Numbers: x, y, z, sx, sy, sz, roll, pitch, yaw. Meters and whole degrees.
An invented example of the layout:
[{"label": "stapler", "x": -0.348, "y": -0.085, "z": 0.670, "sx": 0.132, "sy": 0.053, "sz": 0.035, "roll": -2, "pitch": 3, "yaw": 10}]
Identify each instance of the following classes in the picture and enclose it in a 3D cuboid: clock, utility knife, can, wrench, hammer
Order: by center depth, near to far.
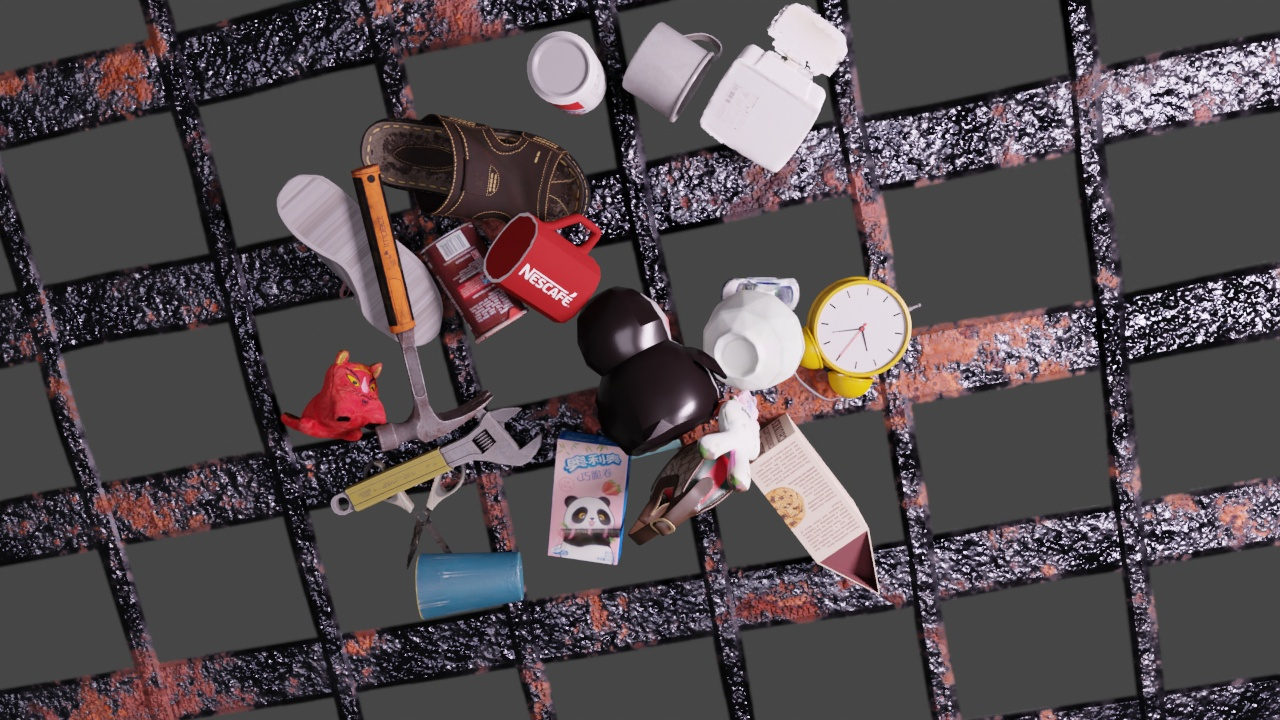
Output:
[{"label": "can", "x": -0.075, "y": -0.300, "z": 0.969, "sx": 0.070, "sy": 0.132, "sz": 0.070, "roll": 1, "pitch": 100, "yaw": 3}, {"label": "hammer", "x": -0.256, "y": -0.061, "z": 1.021, "sx": 0.137, "sy": 0.035, "sz": 0.315, "roll": -16, "pitch": 111, "yaw": -20}, {"label": "clock", "x": 0.240, "y": -0.026, "z": 1.044, "sx": 0.113, "sy": 0.052, "sz": 0.152, "roll": 37, "pitch": 96, "yaw": -4}, {"label": "wrench", "x": -0.248, "y": 0.128, "z": 1.101, "sx": 0.273, "sy": 0.018, "sz": 0.083, "roll": -25, "pitch": 93, "yaw": 6}, {"label": "utility knife", "x": -0.020, "y": 0.112, "z": 1.103, "sx": 0.141, "sy": 0.015, "sz": 0.022, "roll": -17, "pitch": 100, "yaw": 9}]

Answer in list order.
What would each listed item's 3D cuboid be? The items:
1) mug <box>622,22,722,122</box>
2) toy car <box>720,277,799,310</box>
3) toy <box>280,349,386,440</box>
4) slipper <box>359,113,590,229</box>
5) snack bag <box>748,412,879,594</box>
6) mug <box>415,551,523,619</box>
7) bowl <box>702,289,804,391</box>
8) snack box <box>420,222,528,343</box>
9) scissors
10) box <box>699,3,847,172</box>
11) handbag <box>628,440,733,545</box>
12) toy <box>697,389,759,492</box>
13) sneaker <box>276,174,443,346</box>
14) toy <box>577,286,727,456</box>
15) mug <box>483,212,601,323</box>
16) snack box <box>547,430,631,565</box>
[{"label": "mug", "x": 0.037, "y": -0.321, "z": 0.992, "sx": 0.070, "sy": 0.084, "sz": 0.113, "roll": 33, "pitch": 66, "yaw": -1}, {"label": "toy car", "x": 0.137, "y": -0.075, "z": 1.052, "sx": 0.090, "sy": 0.027, "sz": 0.039, "roll": 0, "pitch": 102, "yaw": 3}, {"label": "toy", "x": -0.365, "y": 0.048, "z": 1.095, "sx": 0.133, "sy": 0.088, "sz": 0.094, "roll": -17, "pitch": 66, "yaw": 24}, {"label": "slipper", "x": -0.186, "y": -0.210, "z": 1.020, "sx": 0.268, "sy": 0.075, "sz": 0.113, "roll": 14, "pitch": 101, "yaw": 1}, {"label": "snack bag", "x": 0.206, "y": 0.171, "z": 1.058, "sx": 0.070, "sy": 0.094, "sz": 0.206, "roll": -37, "pitch": 96, "yaw": 9}, {"label": "mug", "x": -0.204, "y": 0.267, "z": 1.110, "sx": 0.121, "sy": 0.078, "sz": 0.078, "roll": -5, "pitch": 100, "yaw": -5}, {"label": "bowl", "x": 0.118, "y": -0.015, "z": 1.024, "sx": 0.117, "sy": 0.061, "sz": 0.117, "roll": 12, "pitch": 115, "yaw": 25}, {"label": "snack box", "x": -0.189, "y": -0.089, "z": 1.046, "sx": 0.072, "sy": 0.072, "sz": 0.121, "roll": -31, "pitch": 96, "yaw": 8}, {"label": "scissors", "x": -0.274, "y": 0.176, "z": 1.128, "sx": 0.157, "sy": 0.012, "sz": 0.171, "roll": 31, "pitch": 101, "yaw": -2}, {"label": "box", "x": 0.153, "y": -0.310, "z": 0.993, "sx": 0.107, "sy": 0.131, "sz": 0.152, "roll": 30, "pitch": 132, "yaw": -4}, {"label": "handbag", "x": 0.043, "y": 0.154, "z": 1.027, "sx": 0.063, "sy": 0.167, "sz": 0.138, "roll": 44, "pitch": 78, "yaw": -5}, {"label": "toy", "x": 0.105, "y": 0.079, "z": 0.986, "sx": 0.038, "sy": 0.122, "sz": 0.079, "roll": -21, "pitch": 119, "yaw": 37}, {"label": "sneaker", "x": -0.318, "y": -0.118, "z": 1.050, "sx": 0.099, "sy": 0.089, "sz": 0.236, "roll": -39, "pitch": 118, "yaw": -5}, {"label": "toy", "x": -0.006, "y": 0.006, "z": 1.010, "sx": 0.159, "sy": 0.140, "sz": 0.184, "roll": -32, "pitch": 83, "yaw": 25}, {"label": "mug", "x": -0.099, "y": -0.114, "z": 1.011, "sx": 0.096, "sy": 0.080, "sz": 0.116, "roll": 33, "pitch": 101, "yaw": -38}, {"label": "snack box", "x": -0.060, "y": 0.165, "z": 1.097, "sx": 0.088, "sy": 0.033, "sz": 0.154, "roll": 7, "pitch": 106, "yaw": 4}]
